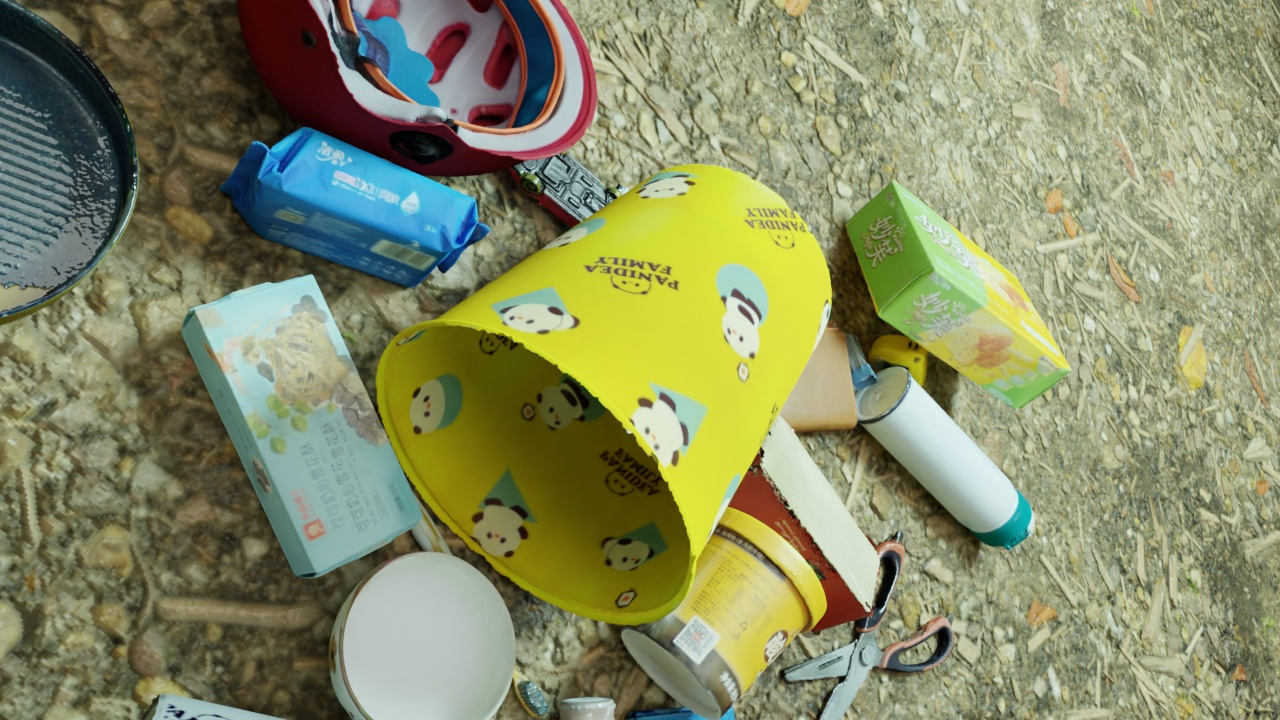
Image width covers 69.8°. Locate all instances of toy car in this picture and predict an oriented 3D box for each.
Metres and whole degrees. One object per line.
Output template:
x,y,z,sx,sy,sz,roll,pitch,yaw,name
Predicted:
-0.059,-0.136,0.730,0.106,0.031,0.049,38,58,-22,toy car

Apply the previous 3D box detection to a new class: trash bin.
-0.004,0.004,0.622,0.229,0.230,0.254,53,50,-12,trash bin
-0.151,0.291,0.442,0.251,0.230,0.229,28,63,-21,trash bin

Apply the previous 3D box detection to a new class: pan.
-0.438,-0.139,0.439,0.357,0.078,0.197,21,66,-29,pan

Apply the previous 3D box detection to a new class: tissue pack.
-0.184,-0.099,0.595,0.157,0.095,0.052,19,69,-28,tissue pack

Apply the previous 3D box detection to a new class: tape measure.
0.251,0.002,0.893,0.028,0.057,0.060,-62,153,-27,tape measure

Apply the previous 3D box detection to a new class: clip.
0.205,-0.001,0.879,0.045,0.027,0.058,26,39,-54,clip

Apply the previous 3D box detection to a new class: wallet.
0.138,0.013,0.829,0.131,0.031,0.107,0,79,-36,wallet
0.030,0.323,0.667,0.106,0.040,0.133,11,71,-37,wallet

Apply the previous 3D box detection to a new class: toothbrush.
-0.114,0.163,0.619,0.016,0.018,0.191,-35,98,-38,toothbrush

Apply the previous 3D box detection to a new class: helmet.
-0.158,-0.215,0.618,0.240,0.144,0.206,32,54,-40,helmet

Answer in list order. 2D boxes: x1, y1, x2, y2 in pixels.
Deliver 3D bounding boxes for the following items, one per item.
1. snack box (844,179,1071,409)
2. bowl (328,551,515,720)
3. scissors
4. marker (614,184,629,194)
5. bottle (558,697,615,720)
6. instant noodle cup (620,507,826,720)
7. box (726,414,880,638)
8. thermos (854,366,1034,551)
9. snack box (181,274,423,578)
0.310,-0.064,0.906,0.210,0.070,0.157,30,34,-25,snack box
-0.141,0.180,0.564,0.113,0.062,0.113,21,54,-32,bowl
0.213,0.252,0.826,0.189,0.015,0.226,34,62,-23,scissors
0.025,-0.104,0.788,0.130,0.018,0.023,41,101,-20,marker
-0.035,0.322,0.601,0.068,0.068,0.189,9,73,-33,bottle
0.056,0.188,0.676,0.114,0.119,0.118,-43,103,-27,instant noodle cup
0.130,0.130,0.745,0.168,0.080,0.091,54,31,-12,box
0.301,0.101,0.898,0.224,0.073,0.073,42,57,-19,thermos
-0.208,0.040,0.567,0.074,0.052,0.175,-26,92,-38,snack box
